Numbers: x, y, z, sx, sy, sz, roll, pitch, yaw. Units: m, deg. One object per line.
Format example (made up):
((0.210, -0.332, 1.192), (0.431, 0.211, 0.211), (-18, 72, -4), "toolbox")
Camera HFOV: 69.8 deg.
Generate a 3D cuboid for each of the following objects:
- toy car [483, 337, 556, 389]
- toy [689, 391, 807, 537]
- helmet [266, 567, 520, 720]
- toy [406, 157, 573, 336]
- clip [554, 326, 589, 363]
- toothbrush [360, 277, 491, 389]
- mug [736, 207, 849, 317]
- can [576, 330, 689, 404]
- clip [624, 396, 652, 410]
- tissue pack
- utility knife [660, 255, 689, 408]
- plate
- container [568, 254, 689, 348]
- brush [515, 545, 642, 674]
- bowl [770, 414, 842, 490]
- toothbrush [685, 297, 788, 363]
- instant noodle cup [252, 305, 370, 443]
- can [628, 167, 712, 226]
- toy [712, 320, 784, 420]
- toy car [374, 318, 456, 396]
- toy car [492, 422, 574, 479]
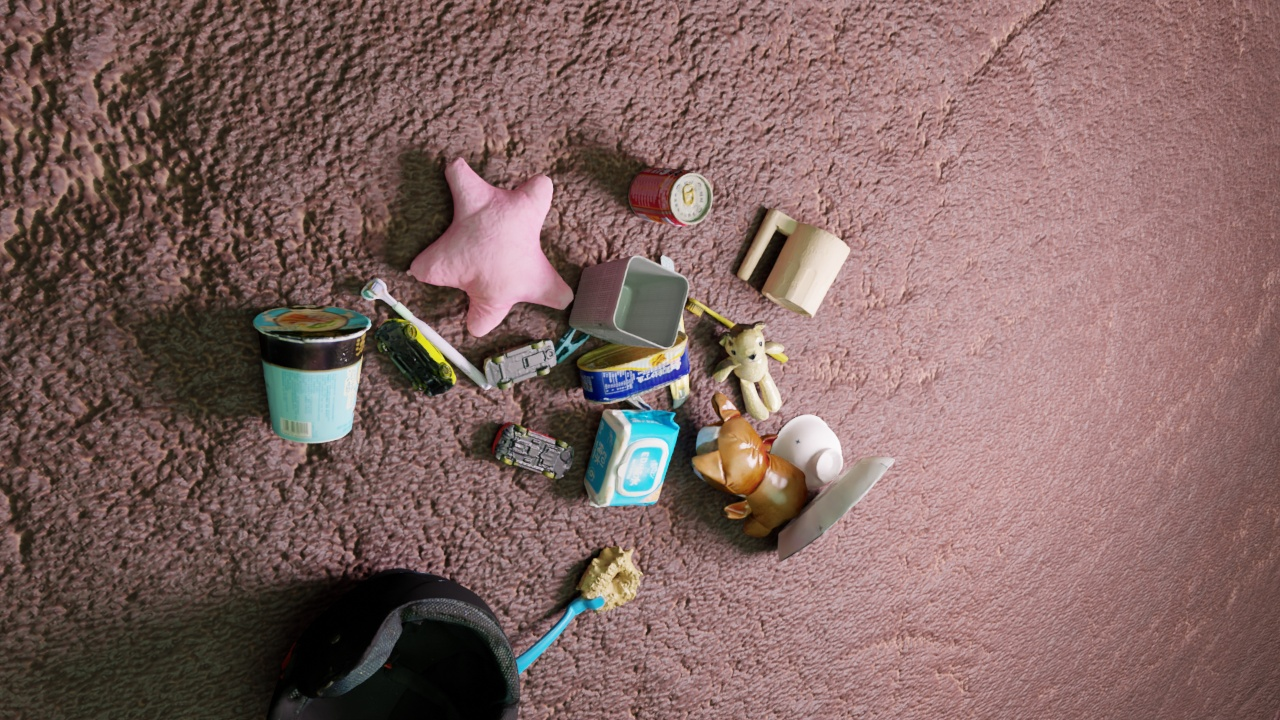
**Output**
((-0.143, 0.003, 1.078), (0.090, 0.035, 0.042), (-22, 111, -29), "toy car")
((0.135, 0.145, 1.238), (0.199, 0.131, 0.139), (45, 45, -39), "toy")
((-0.266, 0.355, 0.984), (0.274, 0.230, 0.233), (-41, 111, -5), "helmet")
((-0.171, -0.127, 1.010), (0.178, 0.074, 0.195), (-16, 107, -16), "toy")
((-0.087, -0.020, 1.120), (0.056, 0.014, 0.040), (-48, 120, -11), "clip")
((-0.233, -0.025, 1.028), (0.029, 0.021, 0.189), (-35, 124, 16), "toothbrush")
((0.204, -0.130, 1.233), (0.124, 0.084, 0.103), (28, 89, -8), "mug")
((-0.007, 0.007, 1.139), (0.148, 0.075, 0.049), (-19, 115, -25), "can")
((-0.010, 0.050, 1.178), (0.057, 0.025, 0.033), (46, 72, -26), "clip")
((-0.010, 0.124, 1.158), (0.089, 0.063, 0.140), (3, 116, -29), "tissue pack")
((0.043, -0.037, 1.196), (0.030, 0.021, 0.207), (-18, 107, -32), "utility knife")
((0.261, 0.202, 1.280), (0.161, 0.266, 0.034), (-40, 78, -20), "plate")
((-0.019, -0.066, 1.082), (0.090, 0.114, 0.090), (22, 78, -33), "container")
((-0.097, 0.335, 1.180), (0.254, 0.046, 0.083), (-38, 122, -24), "brush")
((0.253, 0.144, 1.334), (0.118, 0.065, 0.118), (-8, 107, -28), "bowl")
((0.132, -0.037, 1.245), (0.190, 0.016, 0.016), (28, 92, -33), "toothbrush")
((-0.334, 0.016, 0.936), (0.111, 0.111, 0.120), (-5, 113, -30), "instant noodle cup")
((0.036, -0.197, 1.100), (0.066, 0.094, 0.066), (-8, 106, -29), "can")
((0.153, 0.016, 1.241), (0.105, 0.066, 0.157), (-22, 127, 1), "toy")
((-0.246, -0.006, 1.012), (0.105, 0.048, 0.032), (52, 30, -26), "toy car")
((-0.129, 0.110, 1.117), (0.106, 0.031, 0.049), (23, 91, -32), "toy car")
